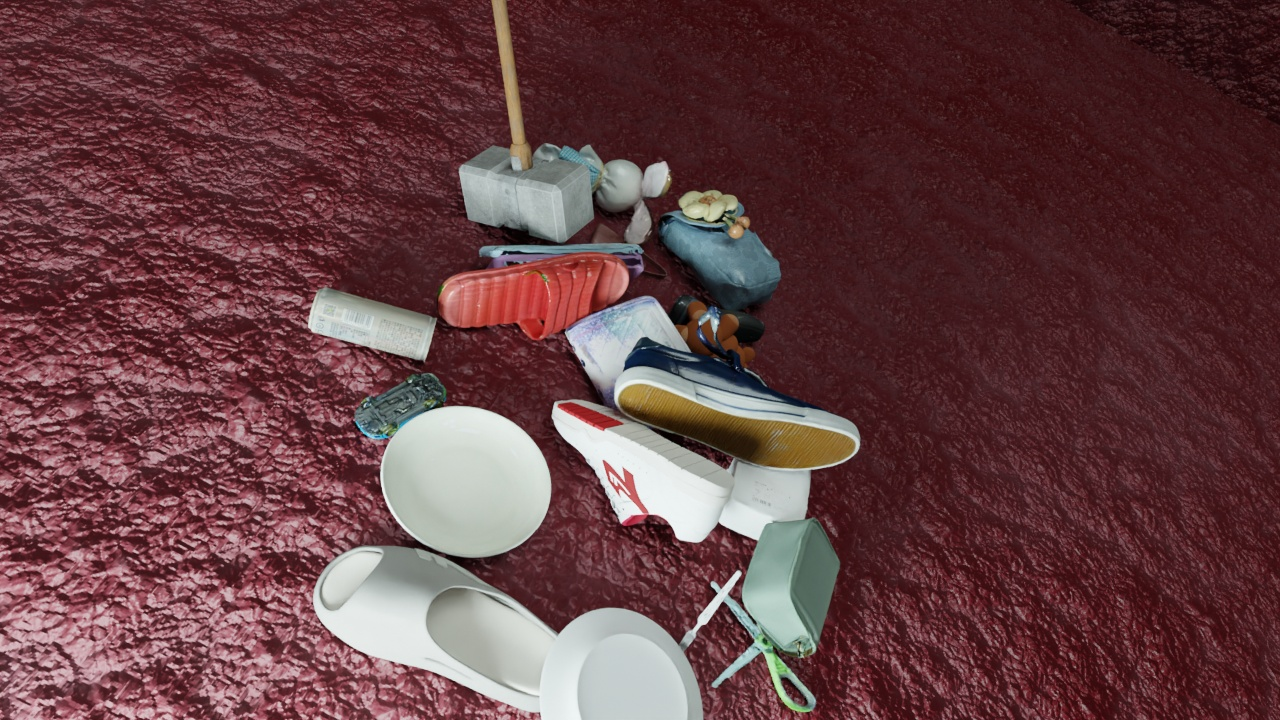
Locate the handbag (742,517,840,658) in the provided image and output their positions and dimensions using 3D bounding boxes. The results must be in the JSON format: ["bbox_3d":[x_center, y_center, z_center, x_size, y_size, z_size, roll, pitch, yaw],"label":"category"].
[{"bbox_3d":[0.169,0.248,1.016,0.106,0.067,0.121,56,40,-26],"label":"handbag"}]

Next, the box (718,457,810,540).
[{"bbox_3d":[0.142,0.171,1.117,0.102,0.091,0.107,21,42,0],"label":"box"}]

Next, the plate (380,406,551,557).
[{"bbox_3d":[-0.188,0.134,0.989,0.182,0.034,0.182,13,50,-16],"label":"plate"}]

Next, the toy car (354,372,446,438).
[{"bbox_3d":[-0.266,0.052,1.018,0.105,0.032,0.048,-32,73,-34],"label":"toy car"}]

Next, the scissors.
[{"bbox_3d":[0.136,0.312,1.018,0.171,0.021,0.171,-29,73,-34],"label":"scissors"}]

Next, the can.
[{"bbox_3d":[-0.308,-0.042,1.058,0.135,0.054,0.054,15,49,-14],"label":"can"}]

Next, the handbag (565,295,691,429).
[{"bbox_3d":[-0.007,0.007,1.158,0.126,0.069,0.158,-21,64,-21],"label":"handbag"}]

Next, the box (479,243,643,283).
[{"bbox_3d":[-0.101,-0.128,1.200,0.213,0.078,0.065,-5,86,-28],"label":"box"}]

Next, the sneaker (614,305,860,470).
[{"bbox_3d":[0.121,0.035,1.082,0.294,0.121,0.127,18,48,-5],"label":"sneaker"}]

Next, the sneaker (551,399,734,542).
[{"bbox_3d":[-0.015,0.131,1.041,0.237,0.104,0.090,26,13,23],"label":"sneaker"}]

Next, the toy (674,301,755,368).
[{"bbox_3d":[0.101,-0.015,1.211,0.127,0.095,0.065,41,3,-27],"label":"toy"}]

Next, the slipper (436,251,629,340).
[{"bbox_3d":[-0.124,-0.073,1.138,0.248,0.104,0.059,-10,45,-23],"label":"slipper"}]

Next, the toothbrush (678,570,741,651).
[{"bbox_3d":[0.067,0.253,0.916,0.010,0.182,0.010,34,50,10],"label":"toothbrush"}]

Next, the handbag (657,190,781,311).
[{"bbox_3d":[0.119,-0.166,1.314,0.121,0.119,0.192,-17,58,-34],"label":"handbag"}]

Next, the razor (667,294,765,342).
[{"bbox_3d":[0.103,-0.056,1.266,0.140,0.053,0.063,10,44,-21],"label":"razor"}]

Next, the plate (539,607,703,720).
[{"bbox_3d":[-0.011,0.334,0.899,0.188,0.016,0.188,20,51,-27],"label":"plate"}]

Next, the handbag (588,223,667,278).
[{"bbox_3d":[-0.016,-0.147,1.300,0.119,0.029,0.055,27,51,-11],"label":"handbag"}]

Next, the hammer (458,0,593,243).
[{"bbox_3d":[-0.157,-0.314,1.141,0.163,0.318,0.082,17,42,26],"label":"hammer"}]

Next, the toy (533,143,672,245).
[{"bbox_3d":[-0.061,-0.258,1.337,0.205,0.131,0.105,20,17,1],"label":"toy"}]

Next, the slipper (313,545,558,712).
[{"bbox_3d":[-0.177,0.246,0.875,0.266,0.081,0.112,28,51,-3],"label":"slipper"}]
